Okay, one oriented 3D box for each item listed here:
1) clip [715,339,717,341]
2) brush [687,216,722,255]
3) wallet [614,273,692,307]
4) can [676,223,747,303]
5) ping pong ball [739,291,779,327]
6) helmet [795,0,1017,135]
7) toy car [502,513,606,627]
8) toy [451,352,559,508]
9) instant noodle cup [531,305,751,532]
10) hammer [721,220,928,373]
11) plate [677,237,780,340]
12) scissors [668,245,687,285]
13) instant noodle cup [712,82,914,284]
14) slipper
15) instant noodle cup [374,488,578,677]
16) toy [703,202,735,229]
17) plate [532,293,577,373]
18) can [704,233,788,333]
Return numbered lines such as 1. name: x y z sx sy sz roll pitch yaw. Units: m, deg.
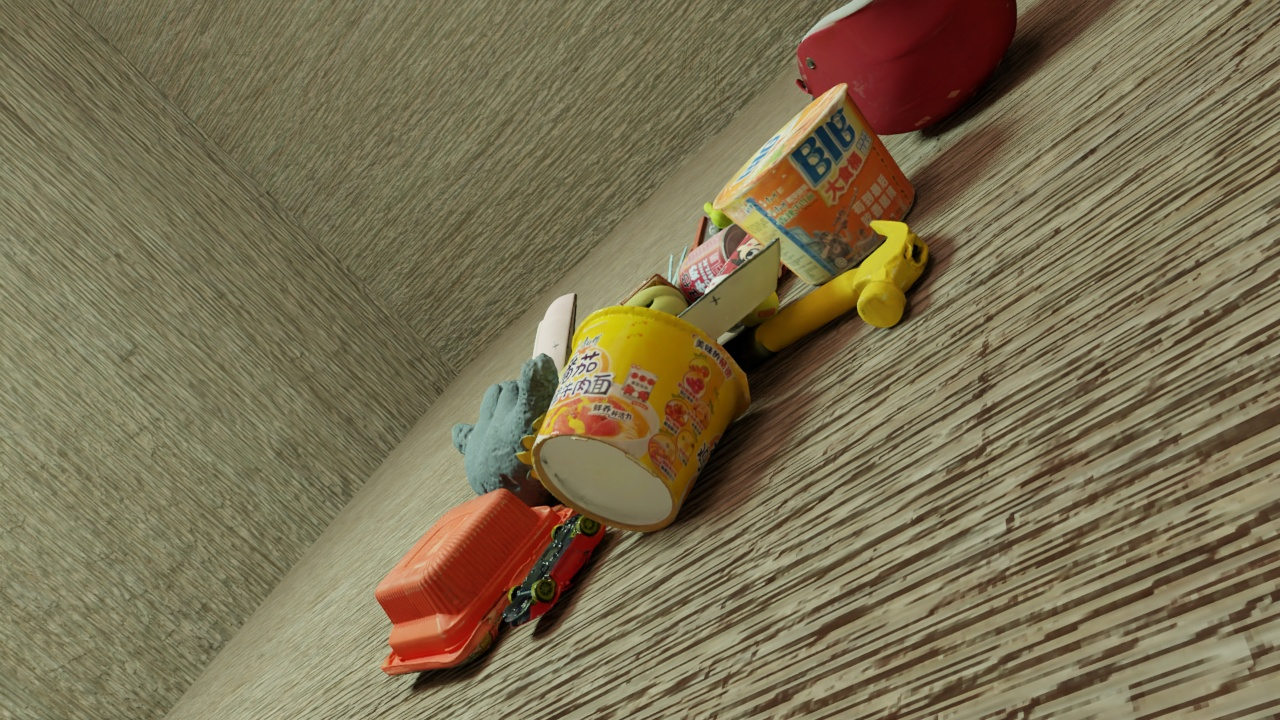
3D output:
1. clip: 0.056 -0.004 0.889 0.058 0.043 0.026 -31 16 39
2. brush: 0.087 -0.129 1.118 0.069 0.063 0.145 -38 15 23
3. wallet: -0.007 -0.038 1.032 0.131 0.119 0.035 -42 56 14
4. can: 0.088 -0.100 0.988 0.066 0.066 0.094 -52 13 -33
5. ping pong ball: 0.103 -0.049 0.815 0.040 0.040 0.040 -43 11 10
6. helmet: 0.267 -0.300 0.885 0.207 0.144 0.239 -42 -3 15
7. toy car: -0.064 0.158 0.690 0.049 0.031 0.106 -32 16 52
8. toy: -0.130 0.086 0.920 0.091 0.138 0.357 -17 -4 -25
9. instant noodle cup: -0.006 0.046 0.650 0.138 0.138 0.109 -33 24 49
10. hammer: 0.101 -0.017 0.725 0.302 0.033 0.128 -34 15 45
11. plate: 0.032 -0.017 0.777 0.161 0.034 0.266 -38 0 -32
12. scissors: 0.036 -0.077 1.123 0.130 0.017 0.133 -105 32 -64
13. instant noodle cup: 0.154 -0.145 0.789 0.151 0.111 0.151 -43 11 10
14. slipper: -0.006 0.006 0.954 0.190 0.092 0.082 -42 45 -19
15. instant noodle cup: -0.152 0.183 0.807 0.165 0.079 0.188 -28 15 46
16. toy: 0.124 -0.169 1.093 0.096 0.100 0.031 -112 34 -60
17. plate: -0.102 0.017 1.043 0.192 0.039 0.192 -177 94 -87
18. can: 0.111 -0.087 0.894 0.132 0.053 0.053 -52 13 -33
